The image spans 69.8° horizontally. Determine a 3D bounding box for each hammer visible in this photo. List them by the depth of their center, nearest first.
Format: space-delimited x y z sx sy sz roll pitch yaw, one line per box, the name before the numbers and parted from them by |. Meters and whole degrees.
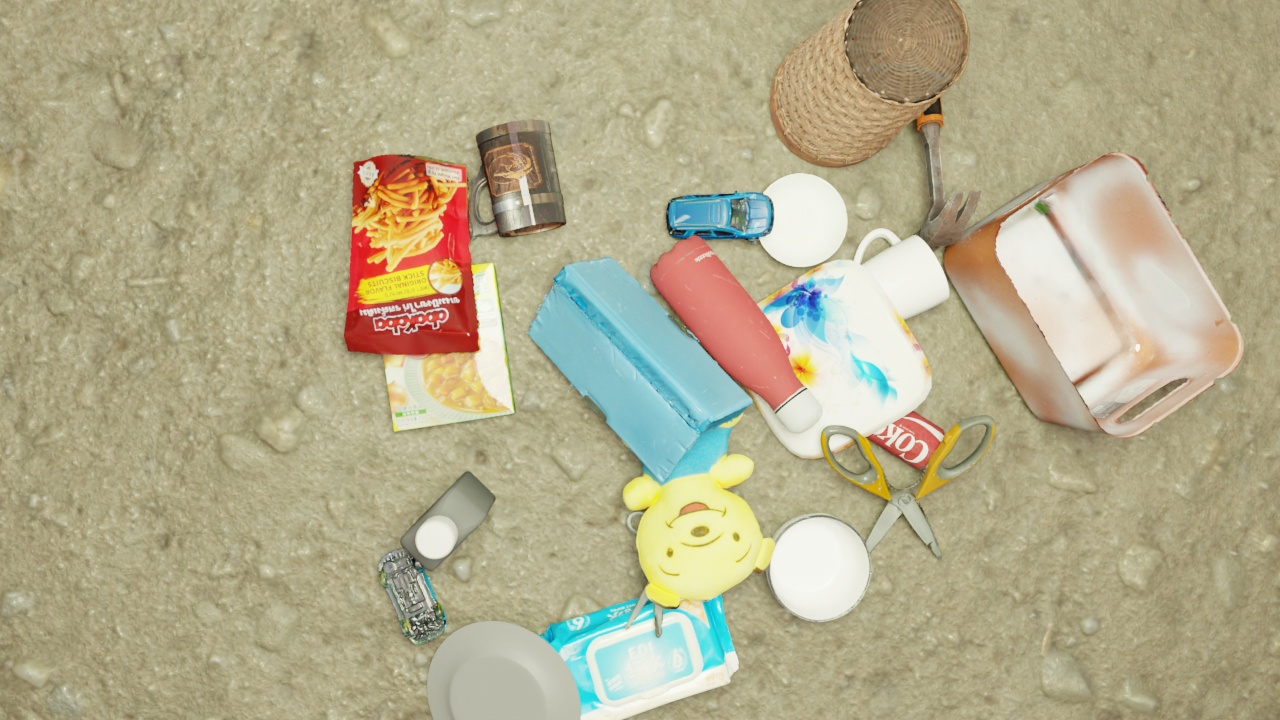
hammer | 0.319 -0.284 1.004 0.035 0.138 0.314 -3 82 -3

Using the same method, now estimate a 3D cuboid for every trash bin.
trash bin | 0.228 -0.294 0.943 0.151 0.210 0.151 0 89 -4
trash bin | 0.472 -0.067 0.990 0.181 0.157 0.259 -33 94 -4

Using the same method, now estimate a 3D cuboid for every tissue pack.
tissue pack | 0.004 0.318 1.002 0.209 0.066 0.117 -17 92 -6

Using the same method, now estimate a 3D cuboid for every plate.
plate | -0.150 0.366 0.982 0.178 0.012 0.178 2 99 16
plate | 0.200 0.003 0.996 0.187 0.016 0.187 -32 88 21
plate | 0.178 -0.156 1.031 0.104 0.026 0.104 0 89 -4

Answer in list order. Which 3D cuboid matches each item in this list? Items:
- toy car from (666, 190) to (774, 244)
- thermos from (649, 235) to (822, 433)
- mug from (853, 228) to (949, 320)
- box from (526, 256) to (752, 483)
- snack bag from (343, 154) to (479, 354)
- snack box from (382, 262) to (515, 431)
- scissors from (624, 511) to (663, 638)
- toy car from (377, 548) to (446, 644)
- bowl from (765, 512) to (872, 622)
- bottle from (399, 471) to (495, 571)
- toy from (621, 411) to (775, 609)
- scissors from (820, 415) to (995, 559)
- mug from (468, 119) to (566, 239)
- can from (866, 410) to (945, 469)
toy car | 0.086 -0.156 1.003 0.120 0.043 0.056 1 90 14
thermos | 0.106 -0.024 0.975 0.073 0.073 0.240 -37 78 -4
mug | 0.274 -0.095 1.021 0.088 0.081 0.114 -27 61 3
box | -0.007 0.007 0.973 0.231 0.094 0.112 46 124 17
snack bag | -0.242 -0.109 0.972 0.139 0.067 0.208 -1 86 -9
snack box | -0.213 -0.014 1.000 0.132 0.027 0.168 -8 91 -5
scissors | 0.034 0.221 0.995 0.147 0.014 0.141 -16 58 -11
toy car | -0.246 0.254 0.996 0.048 0.032 0.105 -26 87 -4
bowl | 0.190 0.223 1.014 0.116 0.066 0.116 0 90 -4
bottle | -0.196 0.165 0.928 0.046 0.174 0.083 45 87 -3
toy | 0.058 0.149 0.976 0.149 0.084 0.213 -12 73 2
scissors | 0.296 0.131 1.004 0.229 0.016 0.225 -35 110 14
mug | -0.142 -0.190 0.988 0.116 0.079 0.107 -11 92 24
can | 0.289 0.078 1.027 0.096 0.054 0.054 32 88 -4
